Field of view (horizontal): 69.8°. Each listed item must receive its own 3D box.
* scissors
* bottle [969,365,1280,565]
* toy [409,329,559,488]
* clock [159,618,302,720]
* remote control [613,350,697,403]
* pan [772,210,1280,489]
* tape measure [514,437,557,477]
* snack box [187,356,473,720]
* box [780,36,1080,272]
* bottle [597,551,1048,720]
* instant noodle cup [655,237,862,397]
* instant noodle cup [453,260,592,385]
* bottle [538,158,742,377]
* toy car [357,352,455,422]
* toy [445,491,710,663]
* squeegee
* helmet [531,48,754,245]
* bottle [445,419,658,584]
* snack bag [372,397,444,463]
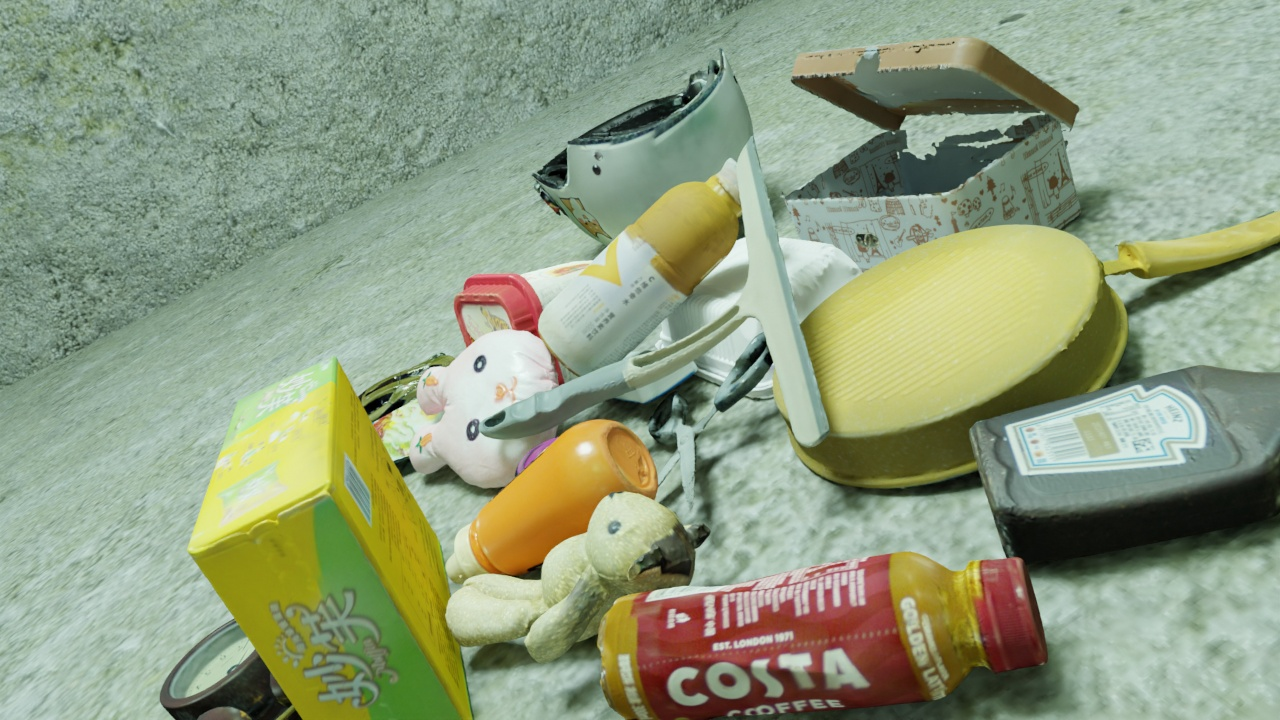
[{"bbox_3d":[0.027,0.049,0.576,0.179,0.014,0.160,-50,12,-16],"label":"scissors"},{"bbox_3d":[0.244,0.033,0.384,0.195,0.044,0.079,-17,29,18],"label":"bottle"},{"bbox_3d":[-0.125,0.040,0.702,0.160,0.054,0.121,-14,66,37],"label":"toy"},{"bbox_3d":[-0.221,0.189,0.523,0.081,0.055,0.122,-39,23,-28],"label":"clock"},{"bbox_3d":[-0.002,0.010,0.694,0.049,0.024,0.125,-32,11,-18],"label":"remote control"},{"bbox_3d":[0.246,-0.035,0.528,0.357,0.078,0.197,-31,23,5],"label":"pan"},{"bbox_3d":[-0.051,0.079,0.603,0.057,0.039,0.058,-33,29,-18],"label":"tape measure"},{"bbox_3d":[-0.167,0.105,0.516,0.070,0.158,0.210,-26,22,-9],"label":"snack box"},{"bbox_3d":[0.205,-0.165,0.677,0.151,0.174,0.182,-37,25,-21],"label":"box"},{"bbox_3d":[0.070,0.113,0.376,0.175,0.057,0.057,-16,25,24],"label":"bottle"},{"bbox_3d":[0.089,-0.045,0.696,0.137,0.060,0.173,-33,25,-17],"label":"instant noodle cup"},{"bbox_3d":[-0.075,-0.031,0.787,0.124,0.117,0.116,-26,19,-33],"label":"instant noodle cup"},{"bbox_3d":[0.009,-0.068,0.669,0.190,0.068,0.068,-43,21,9],"label":"bottle"},{"bbox_3d":[-0.243,0.044,0.882,0.158,0.042,0.070,-30,22,-2],"label":"toy car"},{"bbox_3d":[-0.039,0.114,0.481,0.158,0.066,0.105,-26,-4,32],"label":"toy"},{"bbox_3d":[-0.004,0.003,0.597,0.247,0.039,0.246,-28,45,24],"label":"squeegee"},{"bbox_3d":[0.019,-0.196,0.968,0.229,0.157,0.274,-35,14,-16],"label":"helmet"},{"bbox_3d":[-0.060,0.093,0.542,0.150,0.067,0.066,-35,18,24],"label":"bottle"},{"bbox_3d":[-0.227,0.076,0.799,0.191,0.039,0.110,-29,34,-4],"label":"snack bag"}]
